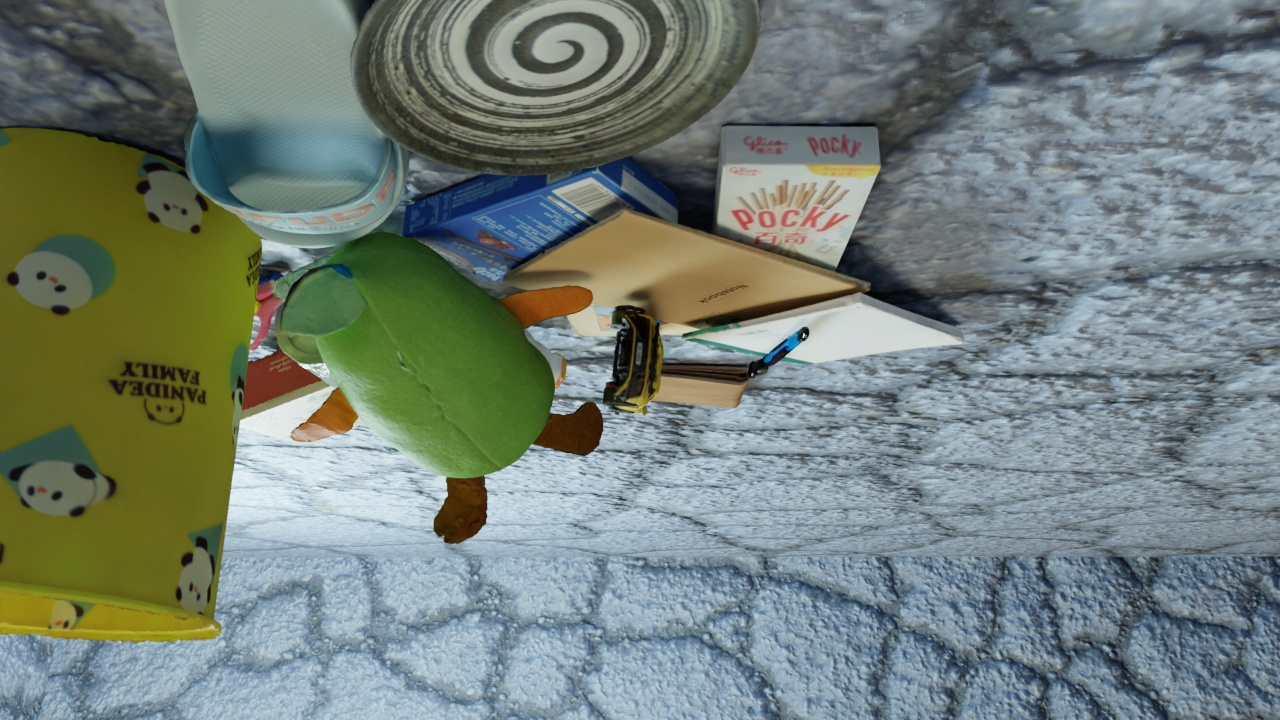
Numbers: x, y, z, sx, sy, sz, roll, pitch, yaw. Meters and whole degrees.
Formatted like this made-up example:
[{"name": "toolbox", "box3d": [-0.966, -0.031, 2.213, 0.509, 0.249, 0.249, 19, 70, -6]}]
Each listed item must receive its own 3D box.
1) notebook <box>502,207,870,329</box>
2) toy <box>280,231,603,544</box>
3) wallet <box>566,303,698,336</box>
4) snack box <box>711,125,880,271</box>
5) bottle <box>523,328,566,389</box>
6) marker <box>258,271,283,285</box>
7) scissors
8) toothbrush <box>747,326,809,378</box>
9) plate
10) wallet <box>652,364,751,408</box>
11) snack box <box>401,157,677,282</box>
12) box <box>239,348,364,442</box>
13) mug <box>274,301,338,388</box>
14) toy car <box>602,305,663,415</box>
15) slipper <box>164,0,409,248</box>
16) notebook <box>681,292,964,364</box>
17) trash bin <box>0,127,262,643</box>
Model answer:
[{"name": "notebook", "box3d": [0.031, -0.053, 0.625, 0.207, 0.008, 0.148, 11, 162, -35]}, {"name": "toy", "box3d": [-0.130, 0.012, 0.617, 0.227, 0.090, 0.247, -29, 129, 1]}, {"name": "wallet", "box3d": [-0.001, -0.039, 0.734, 0.115, 0.024, 0.087, -2, 157, 4]}, {"name": "snack box", "box3d": [0.088, -0.091, 0.563, 0.085, 0.026, 0.157, 1, 163, 2]}, {"name": "bottle", "box3d": [-0.115, -0.002, 0.786, 0.108, 0.063, 0.063, 18, 155, -42]}, {"name": "marker", "box3d": [-0.332, -0.047, 0.735, 0.146, 0.016, 0.017, -12, 158, 35]}, {"name": "scissors", "box3d": [-0.259, -0.053, 0.661, 0.134, 0.057, 0.017, -27, -173, 18]}, {"name": "toothbrush", "box3d": [0.111, -0.005, 0.739, 0.016, 0.014, 0.190, -3, 170, -6]}, {"name": "plate", "box3d": [-0.037, -0.135, 0.407, 0.179, 0.024, 0.179, -11, 163, -3]}, {"name": "wallet", "box3d": [0.050, 0.027, 0.938, 0.115, 0.020, 0.101, 4, 162, 0]}, {"name": "snack box", "box3d": [-0.064, -0.090, 0.573, 0.157, 0.026, 0.084, -11, 158, 33]}, {"name": "box", "box3d": [-0.290, 0.016, 0.853, 0.169, 0.076, 0.091, -17, 155, 29]}, {"name": "mug", "box3d": [-0.207, -0.007, 0.712, 0.124, 0.083, 0.103, 31, 170, 22]}, {"name": "toy car", "box3d": [-0.004, 0.004, 0.695, 0.041, 0.071, 0.156, 6, 172, 0]}, {"name": "slipper", "box3d": [-0.168, -0.110, 0.445, 0.104, 0.074, 0.246, 4, 160, -12]}, {"name": "notebook", "box3d": [0.152, -0.019, 0.740, 0.151, 0.012, 0.208, -11, 168, 36]}, {"name": "trash bin", "box3d": [-0.344, 0.022, 0.541, 0.229, 0.254, 0.230, 2, 157, 1]}]
